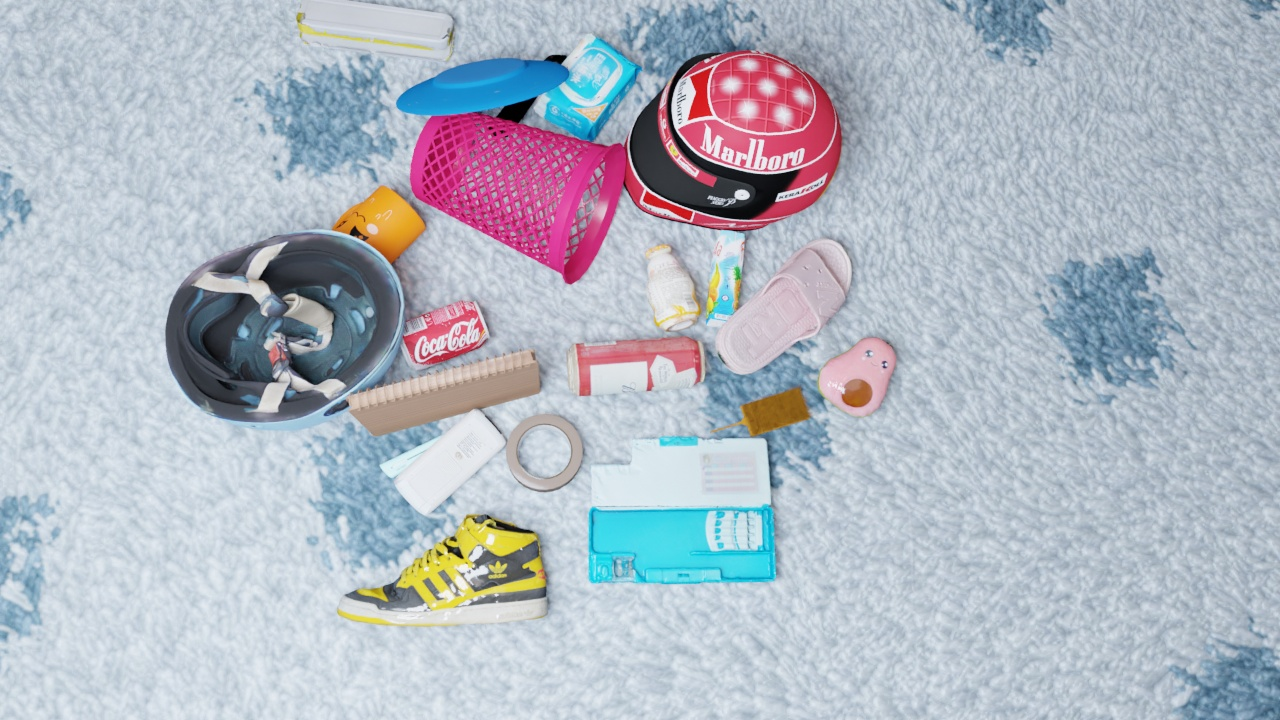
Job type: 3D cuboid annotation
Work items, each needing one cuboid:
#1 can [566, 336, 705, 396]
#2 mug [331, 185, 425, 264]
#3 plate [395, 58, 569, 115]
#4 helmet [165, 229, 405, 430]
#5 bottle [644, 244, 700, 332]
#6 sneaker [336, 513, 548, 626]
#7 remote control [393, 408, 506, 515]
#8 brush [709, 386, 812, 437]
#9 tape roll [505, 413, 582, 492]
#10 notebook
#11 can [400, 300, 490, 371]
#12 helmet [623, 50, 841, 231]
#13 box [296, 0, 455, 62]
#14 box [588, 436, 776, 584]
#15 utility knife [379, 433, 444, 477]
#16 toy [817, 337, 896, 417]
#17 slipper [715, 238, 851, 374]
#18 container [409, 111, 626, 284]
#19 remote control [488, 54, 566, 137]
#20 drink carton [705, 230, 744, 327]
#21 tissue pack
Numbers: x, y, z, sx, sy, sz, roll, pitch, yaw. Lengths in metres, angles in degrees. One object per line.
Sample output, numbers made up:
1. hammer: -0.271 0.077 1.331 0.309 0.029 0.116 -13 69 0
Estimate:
1. can: -0.007 0.007 1.153 0.170 0.067 0.067 -4 76 -7
2. mug: -0.346 -0.168 1.170 0.113 0.078 0.095 31 72 35
3. plate: -0.203 -0.360 1.172 0.224 0.224 0.024 -15 121 -9
4. helmet: -0.397 -0.031 1.073 0.265 0.167 0.225 -23 79 -5
5. bottle: 0.037 -0.094 1.185 0.063 0.063 0.108 -14 77 -9
6. sneaker: -0.226 0.240 1.061 0.238 0.086 0.122 1 81 -9
7. remote control: -0.231 0.123 1.117 0.138 0.025 0.060 -42 100 -14
8. brush: 0.154 0.072 1.176 0.126 0.017 0.048 -16 78 -9
9. tape roll: -0.119 0.115 1.133 0.093 0.030 0.093 1 75 -5
10. notebook: -0.222 0.039 1.071 0.210 0.169 0.022 -15 77 -9
11. can: -0.246 -0.032 1.142 0.104 0.064 0.064 -22 78 -10
12. helmet: 0.118 -0.279 1.155 0.271 0.225 0.197 6 71 -5
13. box: -0.362 -0.454 1.261 0.210 0.045 0.065 6 62 -3
14. box: 0.049 0.182 1.127 0.226 0.039 0.181 1 74 -5
15. utility knife: -0.261 0.110 1.131 0.120 0.015 0.022 -28 83 -15
16. toy: 0.283 0.017 1.185 0.090 0.051 0.109 36 74 3
17. slipper: 0.197 -0.071 1.174 0.238 0.064 0.094 -41 97 -22
18. container: -0.158 -0.222 1.152 0.226 0.183 0.183 22 74 9
19. remote control: -0.153 -0.363 1.254 0.041 0.020 0.151 20 70 43
20. drink carton: 0.111 -0.108 1.206 0.038 0.044 0.128 9 77 -4
21. tissue pack: -0.070 -0.374 1.248 0.093 0.062 0.144 33 75 4
